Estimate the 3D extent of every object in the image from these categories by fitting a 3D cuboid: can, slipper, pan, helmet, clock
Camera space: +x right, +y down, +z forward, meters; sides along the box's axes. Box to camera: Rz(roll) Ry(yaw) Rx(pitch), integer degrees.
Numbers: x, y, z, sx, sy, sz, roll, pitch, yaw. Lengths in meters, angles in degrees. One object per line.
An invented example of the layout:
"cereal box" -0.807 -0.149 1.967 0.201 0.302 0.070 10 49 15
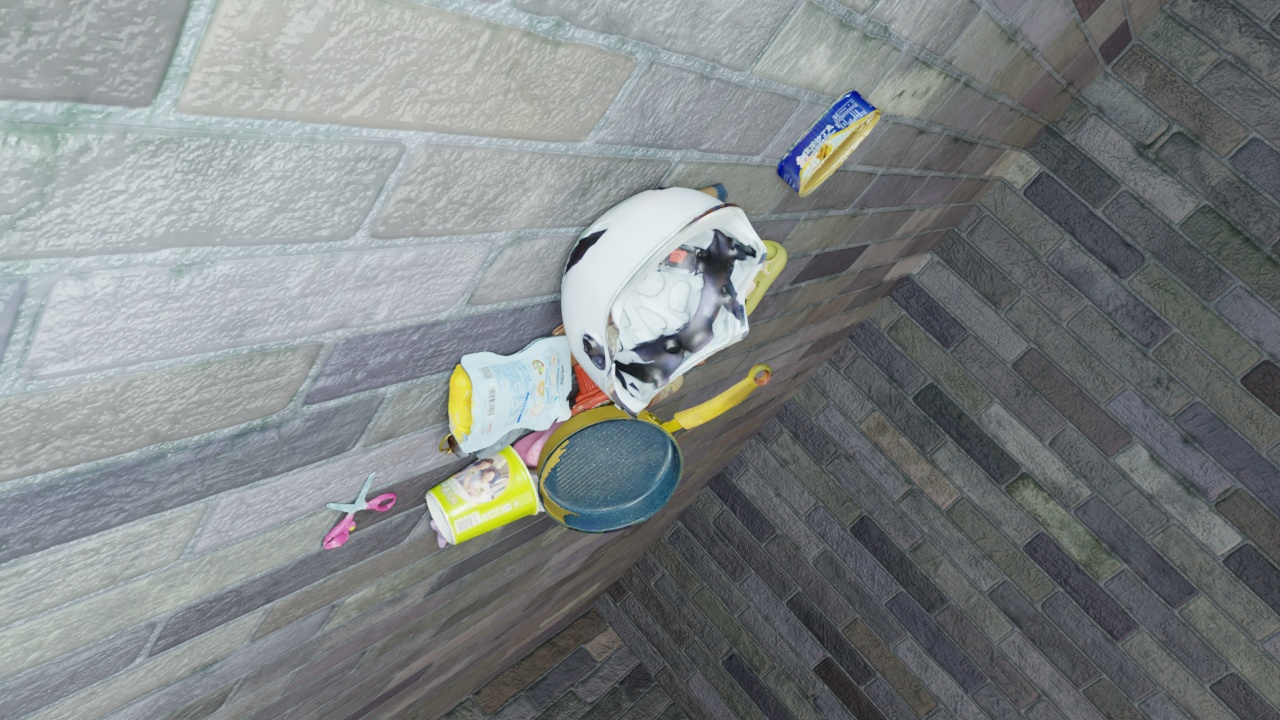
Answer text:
"can" 0.248 -0.287 1.213 0.148 0.049 0.074 -46 165 12
"slipper" 0.142 -0.131 1.333 0.190 0.092 0.082 -46 137 -31
"pan" 0.021 0.105 1.195 0.358 0.078 0.197 -41 126 13
"helmet" 0.006 -0.082 0.963 0.228 0.146 0.259 -39 149 -19
"can" 0.016 0.043 1.514 0.116 0.058 0.059 -28 159 -46
"clock" -0.186 0.077 1.086 0.121 0.055 0.082 -31 162 -37

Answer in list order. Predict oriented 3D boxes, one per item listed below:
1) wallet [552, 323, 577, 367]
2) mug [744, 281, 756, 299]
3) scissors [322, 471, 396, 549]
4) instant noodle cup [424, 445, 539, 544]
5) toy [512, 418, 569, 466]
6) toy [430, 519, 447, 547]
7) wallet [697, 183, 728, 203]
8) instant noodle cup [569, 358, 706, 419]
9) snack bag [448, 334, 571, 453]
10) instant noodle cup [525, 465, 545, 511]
"wallet" -0.072 -0.033 1.152 0.101 0.020 0.115 -36 161 -24
"mug" 0.088 -0.083 1.200 0.106 0.081 0.114 -47 170 6
"scissors" -0.325 0.171 1.069 0.130 0.017 0.134 -19 149 -53
"instant noodle cup" -0.217 0.184 1.231 0.123 0.111 0.112 -26 159 -26
"toy" -0.112 0.118 1.303 0.179 0.074 0.194 -17 178 14
"toy" -0.258 0.221 1.336 0.107 0.039 0.084 -36 155 -20
"wallet" 0.047 -0.160 1.080 0.115 0.033 0.090 -28 157 -43
"instant noodle cup" -0.007 0.007 1.246 0.189 0.079 0.164 -27 178 38
"snack bag" -0.137 0.034 1.037 0.039 0.110 0.190 0 -172 34
"instant noodle cup" -0.122 0.184 1.350 0.174 0.060 0.137 -1 -177 28
